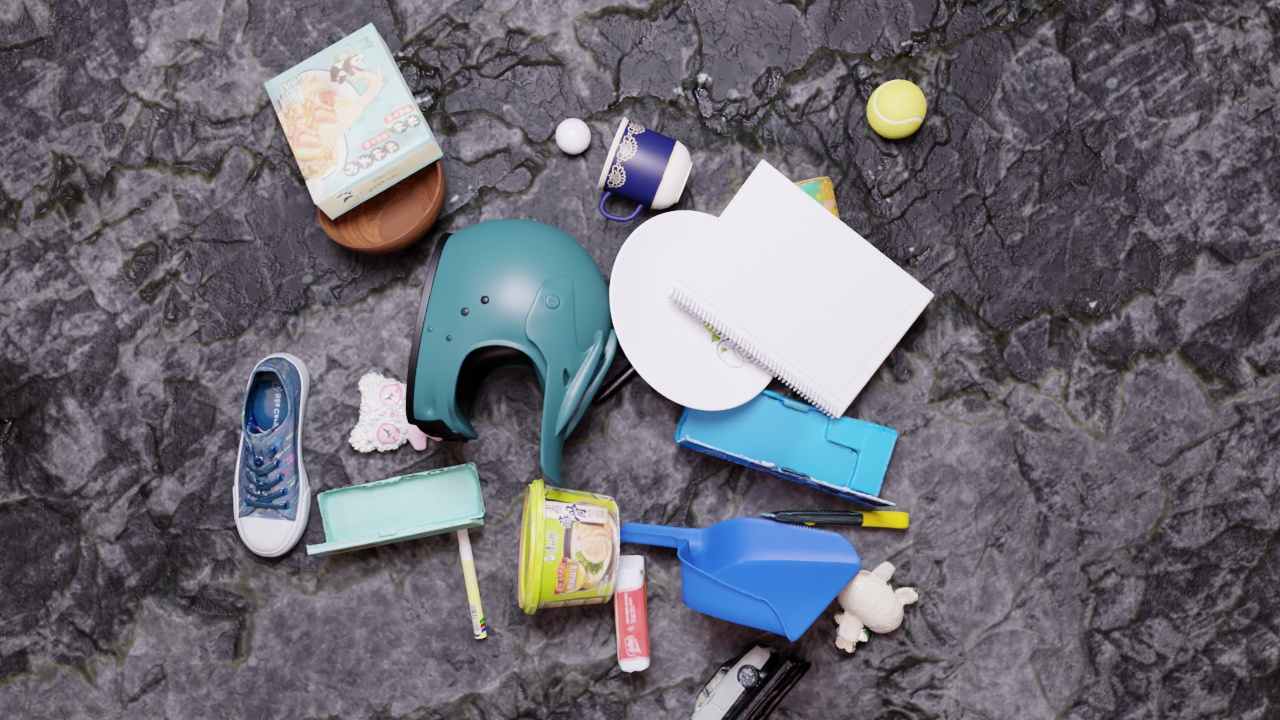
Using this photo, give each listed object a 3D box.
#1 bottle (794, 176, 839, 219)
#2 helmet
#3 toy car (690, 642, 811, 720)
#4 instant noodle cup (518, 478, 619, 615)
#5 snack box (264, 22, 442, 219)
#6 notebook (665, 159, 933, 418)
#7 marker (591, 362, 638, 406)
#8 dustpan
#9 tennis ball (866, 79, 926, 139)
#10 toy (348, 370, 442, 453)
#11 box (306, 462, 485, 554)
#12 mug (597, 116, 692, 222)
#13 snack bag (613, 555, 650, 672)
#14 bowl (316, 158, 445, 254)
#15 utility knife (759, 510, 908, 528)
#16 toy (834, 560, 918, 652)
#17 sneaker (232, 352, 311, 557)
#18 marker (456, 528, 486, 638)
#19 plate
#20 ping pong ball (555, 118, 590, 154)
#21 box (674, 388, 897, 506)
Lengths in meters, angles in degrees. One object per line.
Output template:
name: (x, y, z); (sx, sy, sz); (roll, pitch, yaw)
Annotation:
bottle: (0.204, -0.099, 1.045); (0.068, 0.068, 0.210); (-13, 95, 0)
helmet: (-0.128, -0.013, 0.984); (0.200, 0.176, 0.274); (10, 81, 1)
toy car: (0.104, 0.397, 1.053); (0.071, 0.094, 0.192); (39, 92, 29)
instant noodle cup: (-0.080, 0.206, 1.014); (0.098, 0.146, 0.146); (5, 90, -11)
snack box: (-0.319, -0.267, 1.017); (0.141, 0.044, 0.193); (-30, 65, 1)
notebook: (0.175, -0.072, 1.006); (0.245, 0.013, 0.178); (36, 96, -10)
marker: (-0.006, 0.006, 1.072); (0.134, 0.015, 0.018); (-41, 63, 0)
dustpan: (0.083, 0.221, 1.009); (0.258, 0.245, 0.059); (0, 96, 29)
tennis ball: (0.291, -0.286, 1.045); (0.065, 0.065, 0.065); (0, 91, -1)
toy: (-0.279, 0.064, 1.060); (0.109, 0.041, 0.095); (7, 89, -7)
box: (-0.276, 0.173, 1.033); (0.188, 0.093, 0.077); (-10, 92, 0)
mug: (0.004, -0.205, 1.036); (0.089, 0.085, 0.112); (21, 96, -3)
snack bag: (-0.010, 0.285, 1.044); (0.036, 0.077, 0.116); (-4, 91, 1)
bowl: (-0.280, -0.174, 1.033); (0.147, 0.069, 0.147); (-5, 66, 12)
utility knife: (0.226, 0.183, 1.070); (0.172, 0.029, 0.020); (3, 85, 1)
toy: (0.264, 0.281, 1.059); (0.087, 0.050, 0.112); (38, 104, -6)
sneaker: (-0.424, 0.108, 1.037); (0.087, 0.079, 0.235); (3, 91, -1)
marker: (-0.198, 0.258, 1.073); (0.014, 0.014, 0.132); (-10, 91, -1)
plate: (0.063, -0.055, 1.032); (0.229, 0.030, 0.229); (7, 75, -27)
ping pong ball: (-0.077, -0.258, 1.055); (0.040, 0.040, 0.040); (0, 91, -1)
box: (0.167, 0.090, 1.024); (0.243, 0.115, 0.094); (17, 91, -1)
